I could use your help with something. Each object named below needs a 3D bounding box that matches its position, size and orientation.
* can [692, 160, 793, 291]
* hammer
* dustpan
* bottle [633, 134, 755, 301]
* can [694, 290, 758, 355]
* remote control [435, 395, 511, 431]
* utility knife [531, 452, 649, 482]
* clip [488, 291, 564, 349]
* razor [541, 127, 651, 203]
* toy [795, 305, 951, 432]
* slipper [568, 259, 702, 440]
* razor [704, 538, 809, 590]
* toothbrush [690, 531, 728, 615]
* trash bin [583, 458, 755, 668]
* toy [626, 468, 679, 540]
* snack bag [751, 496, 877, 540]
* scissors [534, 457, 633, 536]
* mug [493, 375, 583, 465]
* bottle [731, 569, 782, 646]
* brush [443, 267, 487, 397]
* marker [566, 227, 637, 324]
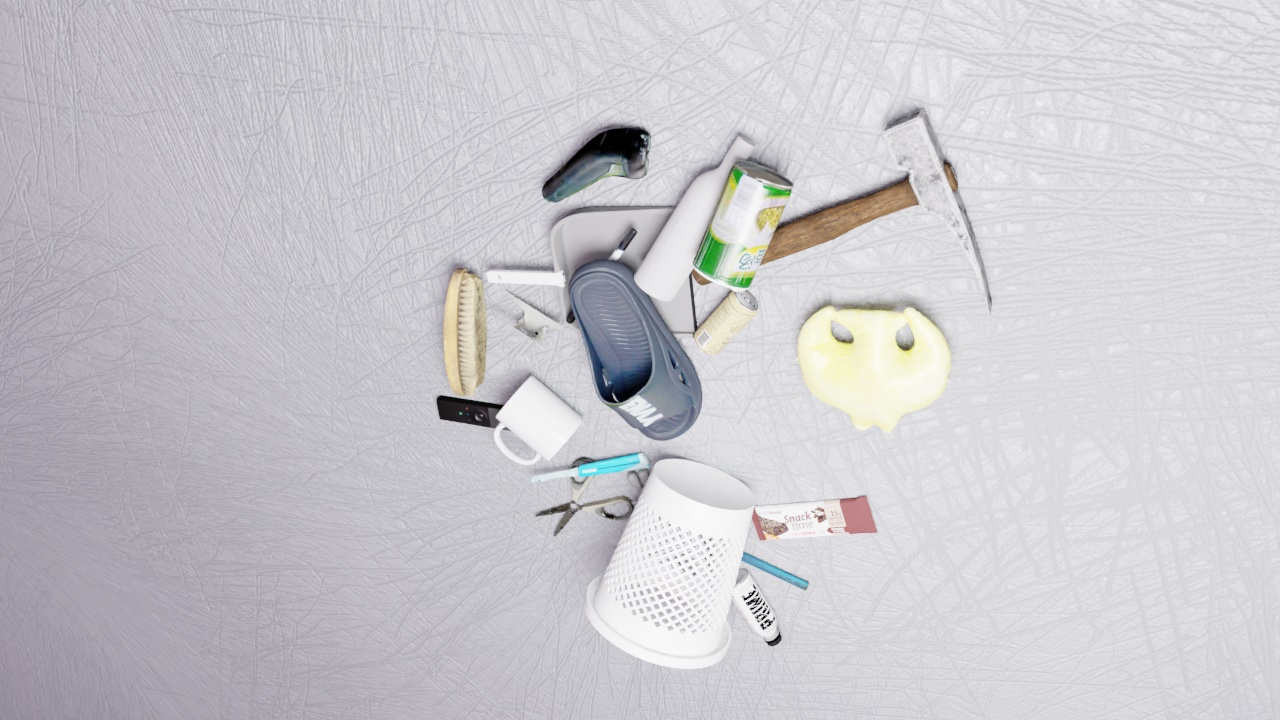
[{"bbox_3d":[0.105,-0.138,0.951,0.067,0.067,0.121,26,115,8],"label":"can"},{"bbox_3d":[0.203,-0.107,0.984,0.301,0.036,0.218,-19,109,32],"label":"hammer"},{"bbox_3d":[-0.065,-0.103,1.104,0.258,0.033,0.163,4,119,22],"label":"dustpan"},{"bbox_3d":[0.063,-0.156,1.001,0.052,0.052,0.196,34,116,2],"label":"bottle"},{"bbox_3d":[0.099,-0.045,1.063,0.038,0.038,0.080,40,126,-2],"label":"can"},{"bbox_3d":[-0.218,0.076,1.287,0.150,0.013,0.034,7,121,20],"label":"remote control"},{"bbox_3d":[-0.071,0.152,1.252,0.179,0.015,0.022,-14,99,22],"label":"utility knife"},{"bbox_3d":[-0.140,-0.045,1.166,0.102,0.051,0.058,32,115,24],"label":"clip"},{"bbox_3d":[-0.050,-0.211,1.030,0.152,0.053,0.067,-24,124,38],"label":"razor"},{"bbox_3d":[0.254,0.009,1.011,0.171,0.064,0.155,3,120,26],"label":"toy"},{"bbox_3d":[-0.006,0.006,1.092,0.111,0.083,0.268,-14,123,21],"label":"slipper"},{"bbox_3d":[0.158,0.275,1.234,0.144,0.022,0.042,22,118,5],"label":"razor"},{"bbox_3d":[0.093,0.278,1.267,0.017,0.016,0.189,-14,112,18],"label":"toothbrush"},{"bbox_3d":[0.050,0.244,1.158,0.195,0.195,0.200,21,105,11],"label":"trash bin"},{"bbox_3d":[0.017,0.198,1.245,0.049,0.030,0.112,-21,103,15],"label":"toy"},{"bbox_3d":[0.217,0.203,1.170,0.158,0.013,0.057,-9,112,28],"label":"snack bag"},{"bbox_3d":[-0.081,0.202,1.299,0.166,0.012,0.158,13,120,16],"label":"scissors"},{"bbox_3d":[-0.145,0.089,1.219,0.090,0.073,0.111,41,110,-3],"label":"mug"},{"bbox_3d":[0.158,0.343,1.260,0.041,0.041,0.116,-23,107,32],"label":"bottle"},{"bbox_3d":[-0.228,-0.031,1.202,0.043,0.059,0.196,11,124,7],"label":"brush"},{"bbox_3d":[-0.047,-0.097,1.081,0.011,0.011,0.152,38,120,-1],"label":"marker"}]
